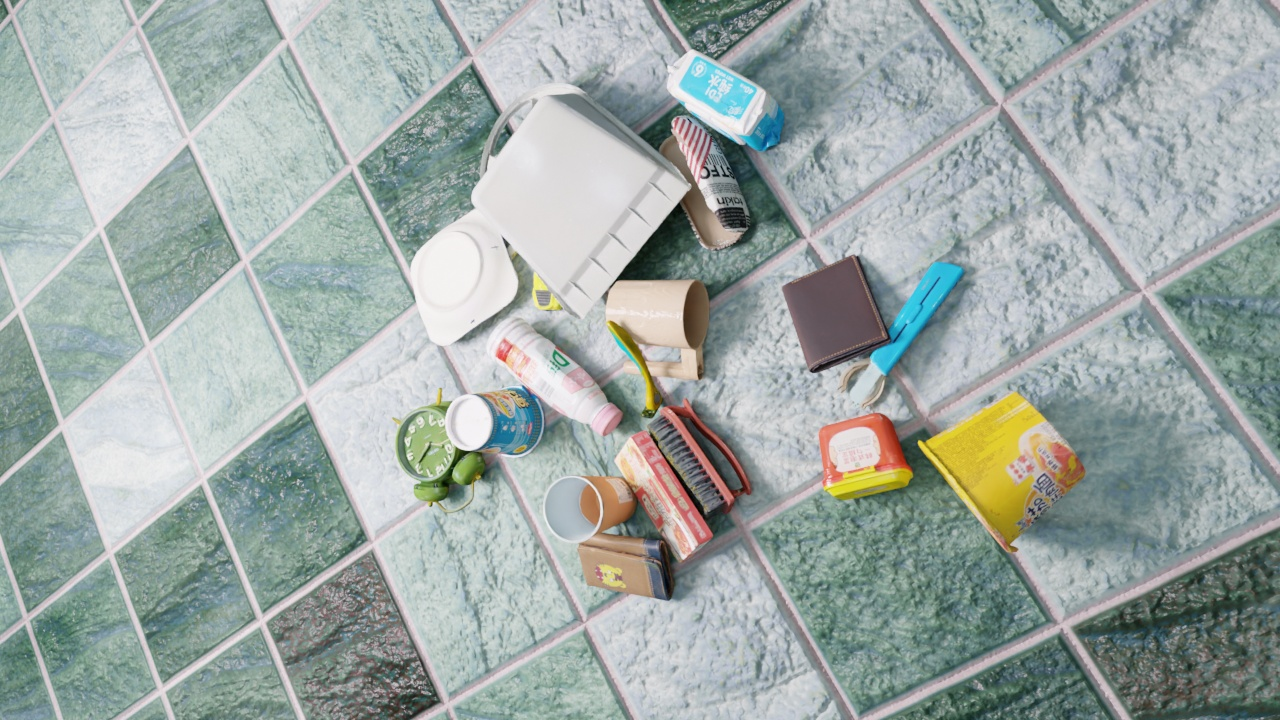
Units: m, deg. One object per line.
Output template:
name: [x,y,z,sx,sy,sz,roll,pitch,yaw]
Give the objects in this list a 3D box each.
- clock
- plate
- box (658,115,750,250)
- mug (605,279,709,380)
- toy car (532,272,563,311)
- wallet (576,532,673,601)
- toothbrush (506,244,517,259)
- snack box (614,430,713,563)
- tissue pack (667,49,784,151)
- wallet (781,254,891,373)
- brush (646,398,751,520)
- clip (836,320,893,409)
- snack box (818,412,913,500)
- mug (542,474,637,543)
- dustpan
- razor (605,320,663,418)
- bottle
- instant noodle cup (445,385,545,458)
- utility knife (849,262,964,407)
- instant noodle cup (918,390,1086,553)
clock: [-0.271,0.128,1.248,0.116,0.056,0.161,-31,76,21]
plate: [-0.252,-0.119,1.251,0.164,0.034,0.164,-32,65,20]
box: [0.073,-0.210,1.112,0.088,0.076,0.162,-41,71,44]
mug: [0.023,-0.038,1.119,0.104,0.084,0.125,4,110,26]
toy car: [-0.119,-0.118,1.206,0.048,0.032,0.105,3,87,24]
wallet: [-0.019,0.250,1.127,0.115,0.033,0.090,5,124,25]
toothbrush: [-0.216,-0.099,1.259,0.016,0.018,0.191,46,103,17]
snack box: [0.026,0.165,1.107,0.153,0.025,0.075,57,150,16]
tissue pack: [0.100,-0.304,1.085,0.140,0.090,0.063,37,101,21]
wallet: [0.219,-0.054,1.037,0.096,0.020,0.122,-23,56,17]
brush: [0.069,0.114,1.099,0.069,0.063,0.145,-31,71,-12]
clip: [0.273,0.015,1.025,0.105,0.034,0.082,-38,69,9]
snack box: [0.243,0.105,1.009,0.091,0.082,0.080,-17,71,22]
mug: [-0.054,0.173,1.112,0.078,0.122,0.078,-1,88,24]
dustpan: [-0.096,-0.226,1.164,0.258,0.142,0.223,40,107,-4]
razor: [-0.007,0.006,1.106,0.028,0.043,0.132,-9,119,34]
bottle: [-0.108,0.023,1.178,0.197,0.068,0.068,37,102,17]
instant noodle cup: [-0.193,0.079,1.186,0.099,0.109,0.099,-1,87,25]
utility knife: [0.287,-0.029,1.005,0.034,0.018,0.191,35,88,20]
instant noodle cup: [0.368,0.105,0.928,0.110,0.138,0.138,-38,73,8]
